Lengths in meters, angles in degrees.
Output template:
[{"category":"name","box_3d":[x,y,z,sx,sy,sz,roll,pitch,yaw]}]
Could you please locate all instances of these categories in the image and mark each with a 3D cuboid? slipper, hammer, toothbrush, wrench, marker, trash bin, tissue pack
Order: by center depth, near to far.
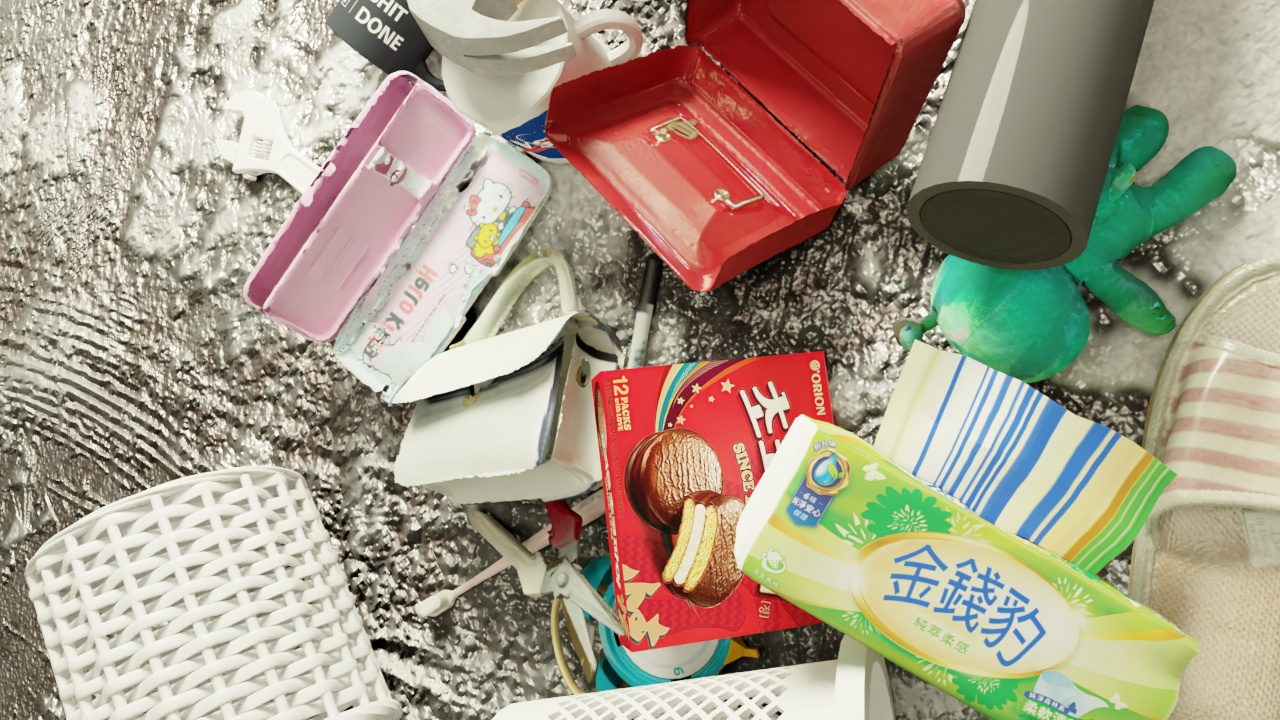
[{"category":"tissue pack","box_3d":[0.161,0.078,0.445,0.197,0.120,0.141,29,93,0]},{"category":"slipper","box_3d":[0.304,0.075,0.447,0.115,0.052,0.263,13,91,25]},{"category":"trash bin","box_3d":[0.026,0.243,0.466,0.200,0.195,0.195,-8,82,18]},{"category":"hammer","box_3d":[-0.001,-0.297,0.552,0.328,0.039,0.131,-41,68,-4]},{"category":"marker","box_3d":[-0.004,0.004,0.609,0.011,0.011,0.152,10,90,24]},{"category":"toothbrush","box_3d":[-0.084,0.132,0.630,0.181,0.018,0.015,-34,74,17]},{"category":"wrench","box_3d":[-0.245,-0.131,0.723,0.273,0.018,0.066,36,100,21]}]

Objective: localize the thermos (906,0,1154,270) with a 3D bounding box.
[{"category":"thermos","box_3d":[0.208,-0.171,0.459,0.082,0.082,0.240,15,75,24]}]

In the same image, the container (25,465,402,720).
[{"category":"container","box_3d":[-0.285,0.196,0.618,0.190,0.189,0.186,-34,72,17]}]

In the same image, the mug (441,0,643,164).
[{"category":"mug","box_3d":[-0.055,-0.193,0.604,0.121,0.090,0.091,-23,77,20]}]

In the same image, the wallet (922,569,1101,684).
[{"category":"wallet","box_3d":[0.205,0.125,0.506,0.087,0.013,0.121,5,88,19]}]

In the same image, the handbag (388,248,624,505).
[{"category":"handbag","box_3d":[-0.086,0.000,0.598,0.152,0.074,0.175,-10,60,38]}]

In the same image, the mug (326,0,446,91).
[{"category":"mug","box_3d":[-0.165,-0.247,0.675,0.105,0.071,0.077,39,102,-6]}]

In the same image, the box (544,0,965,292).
[{"category":"box","box_3d":[0.064,-0.165,0.513,0.156,0.156,0.171,47,141,19]}]

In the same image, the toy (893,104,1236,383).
[{"category":"toy","box_3d":[0.222,-0.054,0.487,0.193,0.072,0.130,-46,70,4]}]

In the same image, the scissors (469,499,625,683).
[{"category":"scissors","box_3d":[-0.061,0.113,0.579,0.180,0.015,0.184,-20,53,44]}]

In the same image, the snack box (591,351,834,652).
[{"category":"snack box","box_3d":[0.048,0.078,0.528,0.132,0.036,0.152,-5,82,-12]}]

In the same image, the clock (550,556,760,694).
[{"category":"clock","box_3d":[0.005,0.168,0.575,0.130,0.043,0.099,-17,79,14]}]

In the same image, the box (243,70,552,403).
[{"category":"box","box_3d":[-0.173,-0.088,0.661,0.153,0.066,0.201,35,92,-8]}]
